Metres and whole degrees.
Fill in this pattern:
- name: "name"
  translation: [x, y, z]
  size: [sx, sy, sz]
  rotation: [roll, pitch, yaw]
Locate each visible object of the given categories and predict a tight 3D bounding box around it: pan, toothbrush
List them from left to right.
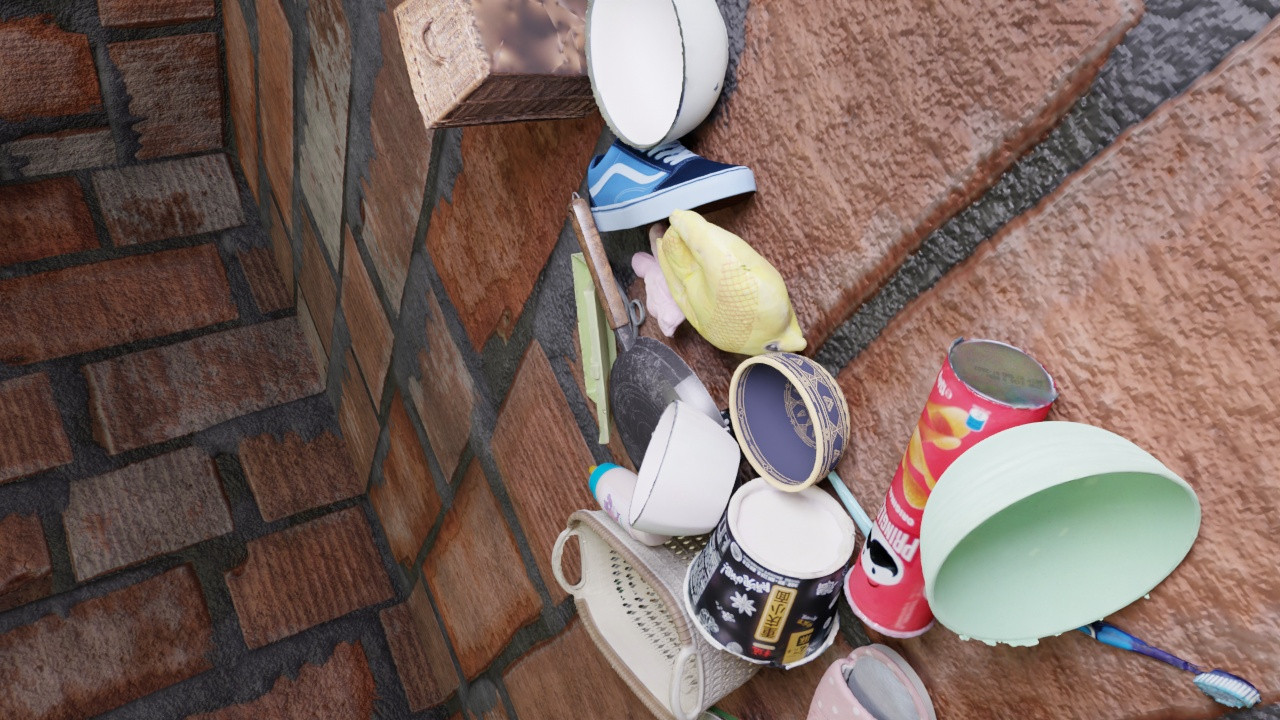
- name: "pan"
  translation: [-0.005, 0.005, 0.902]
  size: [0.357, 0.040, 0.208]
  rotation: [66, 157, -5]
- name: "toothbrush"
  translation: [0.164, 0.105, 0.771]
  size: [0.180, 0.016, 0.016]
  rotation: [57, 153, 25]
- name: "toothbrush"
  translation: [0.288, 0.173, 0.581]
  size: [0.189, 0.017, 0.016]
  rotation: [16, 120, 57]

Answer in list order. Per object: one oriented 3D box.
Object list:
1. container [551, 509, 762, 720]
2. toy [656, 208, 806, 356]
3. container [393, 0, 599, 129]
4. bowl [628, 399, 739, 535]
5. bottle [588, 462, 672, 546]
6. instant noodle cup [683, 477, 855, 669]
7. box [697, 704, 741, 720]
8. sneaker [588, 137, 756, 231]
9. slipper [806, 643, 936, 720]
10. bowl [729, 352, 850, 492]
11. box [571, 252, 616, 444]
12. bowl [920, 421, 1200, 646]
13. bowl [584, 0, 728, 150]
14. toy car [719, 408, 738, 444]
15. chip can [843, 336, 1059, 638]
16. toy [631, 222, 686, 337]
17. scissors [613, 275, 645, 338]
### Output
- name: "container"
  translation: [0.024, 0.254, 0.973]
  size: [0.246, 0.142, 0.185]
  rotation: [34, 134, 50]
- name: "toy"
  translation: [0.073, -0.057, 0.761]
  size: [0.155, 0.064, 0.171]
  rotation: [44, 169, 1]
- name: "container"
  translation: [-0.109, -0.290, 0.845]
  size: [0.113, 0.198, 0.114]
  rotation: [-12, 93, 51]
- name: "bowl"
  translation: [0.039, 0.097, 0.778]
  size: [0.116, 0.065, 0.116]
  rotation: [-163, 92, -85]
- name: "bottle"
  translation: [-0.017, 0.140, 0.950]
  size: [0.146, 0.051, 0.051]
  rotation: [30, 131, 54]
- name: "instant noodle cup"
  translation: [0.113, 0.170, 0.770]
  size: [0.137, 0.137, 0.112]
  rotation: [50, 145, 36]
- name: "box"
  translation: [0.099, 0.472, 1.019]
  size: [0.118, 0.049, 0.206]
  rotation: [25, 132, 22]
- name: "sneaker"
  translation: [0.011, -0.172, 0.821]
  size: [0.242, 0.083, 0.098]
  rotation: [9, 113, 62]
- name: "slipper"
  translation: [0.192, 0.359, 0.822]
  size: [0.114, 0.054, 0.275]
  rotation: [44, 142, 41]
- name: "bowl"
  translation: [0.130, 0.044, 0.746]
  size: [0.112, 0.061, 0.113]
  rotation: [38, 137, 47]
- name: "box"
  translation: [-0.047, -0.017, 1.039]
  size: [0.141, 0.044, 0.188]
  rotation: [-106, 10, -65]
- name: "bowl"
  translation: [0.228, 0.089, 0.530]
  size: [0.076, 0.151, 0.151]
  rotation: [-101, 14, -49]
- name: "bowl"
  translation: [0.020, -0.258, 0.762]
  size: [0.153, 0.072, 0.154]
  rotation: [38, 138, 46]
- name: "toy car"
  translation: [0.057, 0.066, 0.921]
  size: [0.112, 0.034, 0.046]
  rotation: [11, 115, 59]
- name: "chip can"
  translation: [0.206, 0.093, 0.629]
  size: [0.073, 0.073, 0.233]
  rotation: [49, 143, 38]
- name: "toy"
  translation: [0.025, -0.077, 0.888]
  size: [0.110, 0.047, 0.064]
  rotation: [69, 151, 27]
- name: "scissors"
  translation: [-0.010, -0.012, 1.021]
  size: [0.095, 0.014, 0.171]
  rotation: [36, 133, 51]
